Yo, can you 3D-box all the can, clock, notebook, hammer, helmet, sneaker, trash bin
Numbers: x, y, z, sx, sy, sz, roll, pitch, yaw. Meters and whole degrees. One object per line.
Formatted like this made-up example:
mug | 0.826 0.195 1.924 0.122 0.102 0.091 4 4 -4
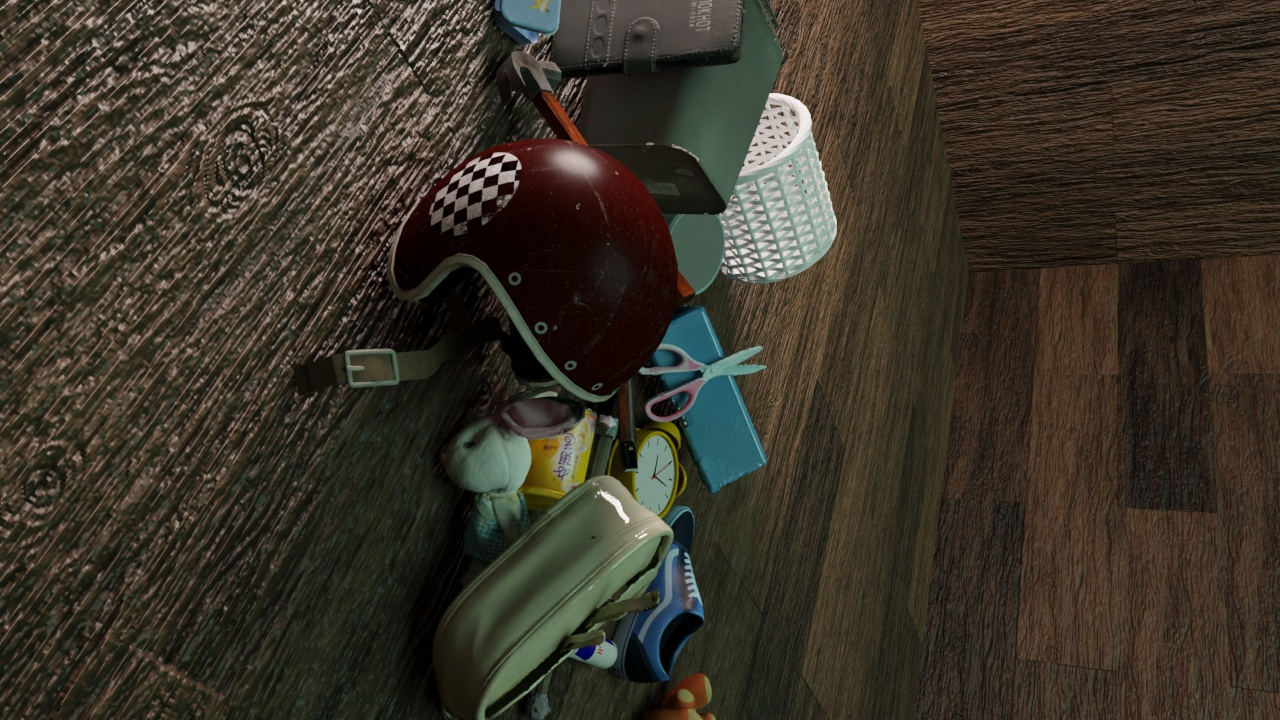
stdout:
can | -0.060 0.314 1.006 0.095 0.032 0.032 44 51 -53
clock | 0.048 -0.134 1.177 0.159 0.045 0.122 -52 135 -22
notebook | 0.009 -0.377 0.968 0.029 0.209 0.169 40 54 -63
can | -0.085 0.099 0.929 0.067 0.068 0.105 43 52 -53
clock | 0.012 0.135 1.129 0.151 0.052 0.113 -31 116 -54
hammer | -0.041 -0.178 0.895 0.300 0.028 0.110 55 26 8
hammer | -0.070 0.210 0.951 0.147 0.028 0.316 123 -19 -78
helmet | -0.098 -0.066 0.773 0.233 0.254 0.233 42 38 -54
sneaker | 0.048 0.290 1.138 0.083 0.098 0.240 63 38 -39
trash bin | 0.039 -0.301 1.056 0.197 0.198 0.219 39 61 -56

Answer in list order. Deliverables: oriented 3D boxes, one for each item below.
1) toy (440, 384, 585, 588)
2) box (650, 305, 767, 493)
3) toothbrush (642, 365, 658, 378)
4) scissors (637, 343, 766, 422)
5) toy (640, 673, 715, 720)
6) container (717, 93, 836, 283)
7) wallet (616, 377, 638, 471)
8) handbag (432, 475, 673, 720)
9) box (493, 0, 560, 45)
toy | -0.137 0.114 0.840 0.105 0.131 0.205 17 95 -17
box | 0.073 0.044 1.205 0.231 0.094 0.110 65 -8 -15
toothbrush | -0.007 0.007 1.135 0.167 0.013 0.013 16 67 -61
scissors | 0.074 0.000 1.132 0.108 0.179 0.016 67 -9 -12
toy | 0.041 0.474 1.141 0.175 0.096 0.112 -27 114 -47
container | 0.162 -0.236 1.270 0.187 0.190 0.188 62 39 -42
wallet | -0.017 0.058 1.051 0.072 0.019 0.122 86 0 -56
handbag | -0.064 0.235 0.811 0.228 0.132 0.184 -29 143 -33
box | -0.102 -0.427 0.919 0.069 0.064 0.210 16 75 -58
